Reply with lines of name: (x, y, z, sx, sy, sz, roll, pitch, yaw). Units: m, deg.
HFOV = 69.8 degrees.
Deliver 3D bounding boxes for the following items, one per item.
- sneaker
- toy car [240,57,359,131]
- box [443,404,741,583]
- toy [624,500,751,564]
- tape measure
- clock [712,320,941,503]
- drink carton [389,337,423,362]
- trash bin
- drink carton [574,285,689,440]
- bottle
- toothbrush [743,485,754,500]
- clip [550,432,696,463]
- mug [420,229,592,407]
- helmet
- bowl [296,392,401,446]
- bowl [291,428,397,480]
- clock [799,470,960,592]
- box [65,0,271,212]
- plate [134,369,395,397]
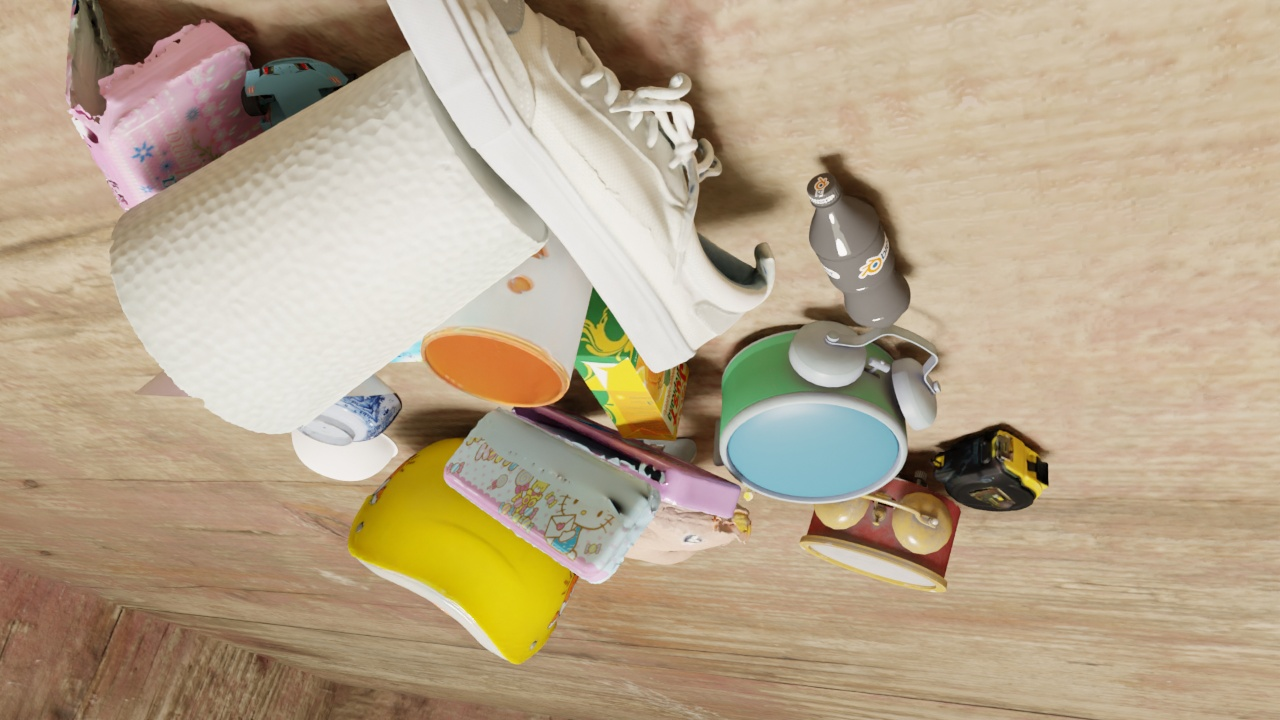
sneaker: (-0.015, -0.101, 0.419, 0.091, 0.089, 0.242, -31, 125, 11)
toy car: (-0.166, -0.122, 0.482, 0.060, 0.027, 0.108, -7, 149, -1)
box: (-0.044, 0.078, 0.662, 0.214, 0.139, 0.062, 19, 124, 49)
toy: (0.042, 0.143, 0.796, 0.196, 0.065, 0.265, 8, 165, -25)
tape measure: (0.259, 0.084, 0.676, 0.072, 0.042, 0.072, 24, 147, -25)
clock: (0.124, 0.026, 0.601, 0.122, 0.075, 0.162, 24, 138, -18)
drink carton: (-0.151, -0.022, 0.649, 0.129, 0.044, 0.038, -1, 149, 28)
trash bin: (-0.139, -0.060, 0.441, 0.161, 0.133, 0.133, -30, 138, 13)
drink carton: (-0.004, 0.004, 0.617, 0.041, 0.058, 0.122, 2, 150, 19)
bottle: (0.112, -0.057, 0.481, 0.036, 0.036, 0.110, -5, 147, 30)
toothbrush: (0.094, 0.089, 0.779, 0.021, 0.016, 0.136, 11, 153, 12)
clip: (-0.027, 0.078, 0.796, 0.162, 0.027, 0.091, 13, 154, -3)
mug: (-0.069, -0.038, 0.519, 0.082, 0.105, 0.082, 10, 152, 5)
helmet: (-0.137, 0.146, 0.846, 0.209, 0.139, 0.240, 36, -179, -5)
bowl: (-0.275, 0.046, 0.821, 0.114, 0.045, 0.114, 10, 152, 5)
bowl: (-0.306, 0.095, 0.928, 0.110, 0.040, 0.110, 10, 152, 5)
clock: (0.193, 0.122, 0.728, 0.117, 0.081, 0.159, 14, 163, 21)
box: (-0.264, -0.102, 0.529, 0.090, 0.084, 0.231, 40, 154, 10)
plate: (-0.268, 0.005, 0.665, 0.174, 0.036, 0.174, 1, 180, 0)
